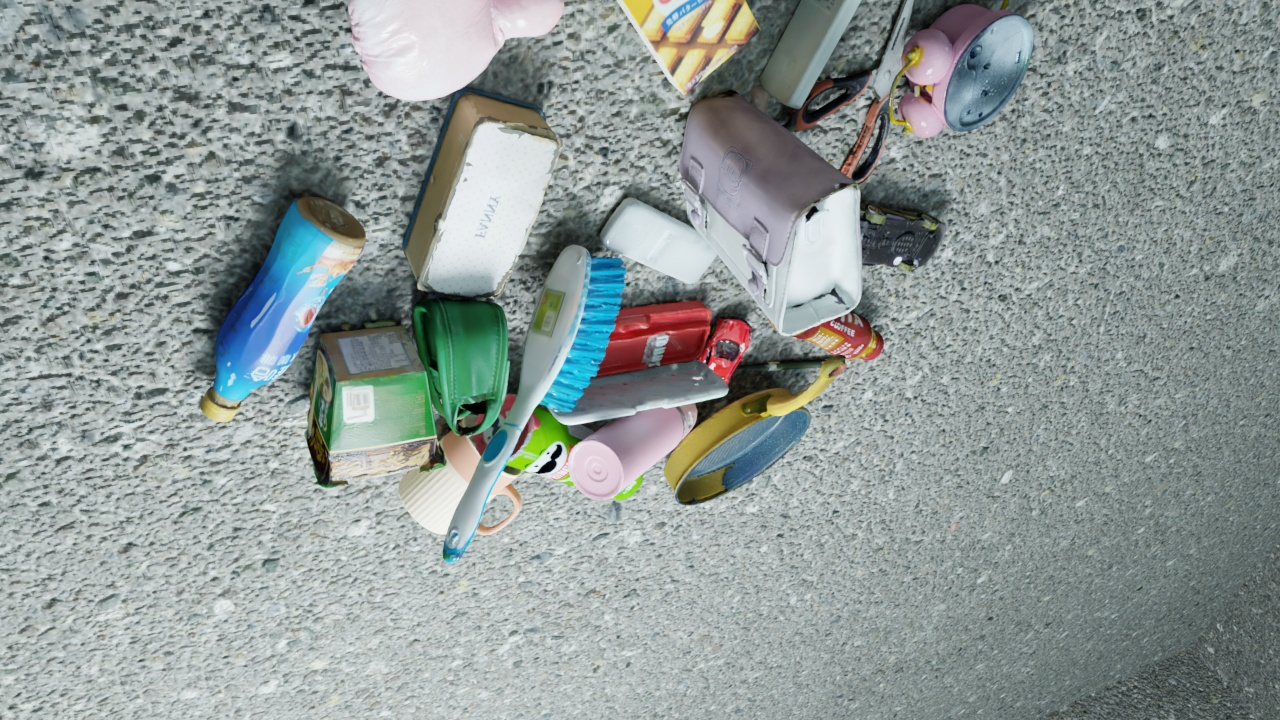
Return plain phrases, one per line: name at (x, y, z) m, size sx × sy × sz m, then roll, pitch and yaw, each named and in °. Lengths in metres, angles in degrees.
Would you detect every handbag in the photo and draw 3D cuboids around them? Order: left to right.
handbag at (-0.165, 0.002, 0.833) m, size 0.068 × 0.131 × 0.120 m, roll -2°, pitch 95°, yaw -22°
handbag at (0.111, -0.137, 0.827) m, size 0.098 × 0.197 × 0.145 m, roll -20°, pitch 136°, yaw -15°

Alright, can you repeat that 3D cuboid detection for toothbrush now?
toothbrush at (0.168, 0.009, 1.135) m, size 0.185 × 0.012 × 0.017 m, roll -3°, pitch 136°, yaw -28°

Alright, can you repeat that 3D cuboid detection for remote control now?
remote control at (0.021, -0.119, 0.922) m, size 0.135 × 0.020 × 0.056 m, roll 18°, pitch 119°, yaw -41°
remote control at (0.154, -0.293, 0.812) m, size 0.019 × 0.056 × 0.135 m, roll 6°, pitch 125°, yaw -36°

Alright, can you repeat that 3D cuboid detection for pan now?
pan at (0.145, 0.076, 1.068) m, size 0.197 × 0.078 × 0.358 m, roll -20°, pitch 152°, yaw -26°

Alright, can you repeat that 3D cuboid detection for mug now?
mug at (-0.182, 0.134, 0.975) m, size 0.106 × 0.114 × 0.081 m, roll -41°, pitch -179°, yaw 13°

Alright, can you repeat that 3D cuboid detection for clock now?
clock at (0.306, -0.281, 0.897) m, size 0.158 × 0.060 × 0.117 m, roll -31°, pitch 141°, yaw -15°

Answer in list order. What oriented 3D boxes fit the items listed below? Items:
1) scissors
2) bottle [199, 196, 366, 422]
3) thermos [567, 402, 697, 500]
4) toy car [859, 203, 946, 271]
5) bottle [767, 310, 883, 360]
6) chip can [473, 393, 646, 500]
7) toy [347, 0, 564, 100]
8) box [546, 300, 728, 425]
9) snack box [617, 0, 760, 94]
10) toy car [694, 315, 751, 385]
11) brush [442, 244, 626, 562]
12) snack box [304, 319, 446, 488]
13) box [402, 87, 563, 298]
scissors at (0.232, -0.265, 0.912) m, size 0.222 × 0.015 × 0.189 m, roll -35°, pitch 139°, yaw -2°
bottle at (-0.310, -0.036, 0.771) m, size 0.065 × 0.065 × 0.219 m, roll 21°, pitch 117°, yaw -42°
thermos at (-0.001, 0.075, 0.998) m, size 0.198 × 0.067 × 0.087 m, roll -31°, pitch 122°, yaw -57°
toy car at (0.280, -0.139, 1.040) m, size 0.158 × 0.042 × 0.070 m, roll 3°, pitch 127°, yaw -32°
bottle at (0.226, -0.039, 1.090) m, size 0.174 × 0.057 × 0.058 m, roll 18°, pitch 118°, yaw -41°
chip can at (-0.079, 0.100, 1.002) m, size 0.072 × 0.072 × 0.236 m, roll -43°, pitch 147°, yaw 12°
toy at (-0.135, -0.257, 0.675) m, size 0.159 × 0.054 × 0.121 m, roll -24°, pitch 144°, yaw -9°
box at (-0.005, 0.008, 0.965) m, size 0.201 × 0.101 × 0.095 m, roll -9°, pitch 134°, yaw -24°
snack box at (0.032, -0.298, 0.753) m, size 0.087 × 0.033 × 0.140 m, roll -38°, pitch 136°, yaw 6°
toy car at (0.091, -0.003, 1.055) m, size 0.049 × 0.031 × 0.106 m, roll 17°, pitch 119°, yaw -18°
brush at (-0.099, 0.037, 0.854) m, size 0.109 × 0.061 × 0.314 m, roll 23°, pitch 85°, yaw -62°
snack box at (-0.246, 0.035, 0.840) m, size 0.118 × 0.117 × 0.106 m, roll -9°, pitch 129°, yaw -26°
box at (-0.135, -0.142, 0.780) m, size 0.089 × 0.061 × 0.185 m, roll 7°, pitch 123°, yaw -36°
